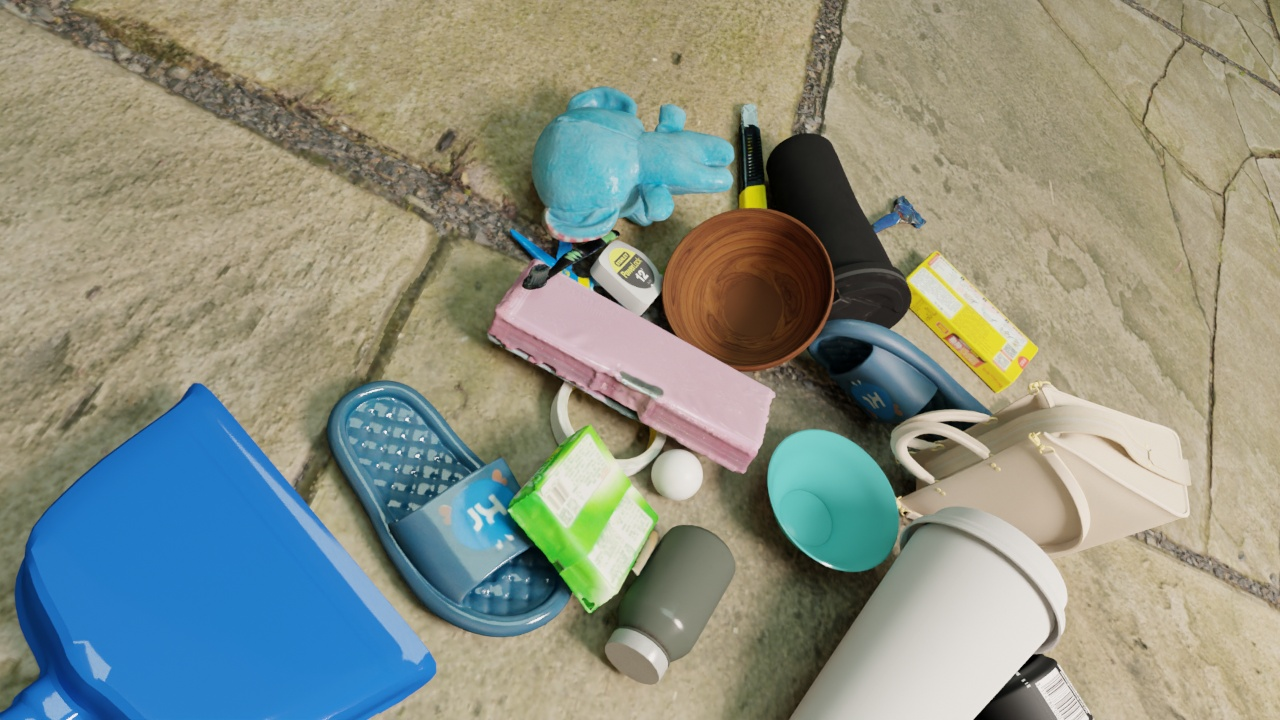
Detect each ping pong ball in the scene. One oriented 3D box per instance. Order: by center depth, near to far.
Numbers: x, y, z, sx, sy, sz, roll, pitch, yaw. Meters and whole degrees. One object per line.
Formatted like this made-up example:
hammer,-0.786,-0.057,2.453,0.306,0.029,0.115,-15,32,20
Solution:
ping pong ball,0.029,0.089,0.718,0.040,0.040,0.040,12,55,-19

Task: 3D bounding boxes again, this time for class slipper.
slipper,-0.133,0.097,0.624,0.213,0.059,0.103,46,54,9
slipper,0.234,0.033,0.828,0.213,0.104,0.059,34,72,-12

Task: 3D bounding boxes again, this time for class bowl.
bowl,0.147,0.121,0.751,0.121,0.046,0.121,12,55,-19
bowl,0.097,-0.054,0.814,0.147,0.069,0.147,-4,73,13

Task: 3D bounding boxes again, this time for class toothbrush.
toothbrush,-0.052,-0.090,0.768,0.014,0.017,0.187,32,28,7

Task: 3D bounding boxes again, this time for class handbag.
handbag,0.297,0.087,0.750,0.197,0.195,0.101,24,56,-16

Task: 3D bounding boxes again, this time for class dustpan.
dustpan,-0.289,0.164,0.504,0.245,0.060,0.256,47,42,8

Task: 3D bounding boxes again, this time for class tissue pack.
tissue pack,-0.035,0.109,0.647,0.099,0.034,0.113,53,28,-7

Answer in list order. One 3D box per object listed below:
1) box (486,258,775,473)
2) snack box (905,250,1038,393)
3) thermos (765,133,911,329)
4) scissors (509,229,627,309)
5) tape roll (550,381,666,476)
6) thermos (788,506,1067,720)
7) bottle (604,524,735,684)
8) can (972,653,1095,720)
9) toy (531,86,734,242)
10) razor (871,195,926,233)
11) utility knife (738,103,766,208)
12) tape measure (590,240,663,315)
box,-0.004,0.004,0.735,0.233,0.041,0.098,28,37,-4
snack box,0.343,-0.042,0.966,0.152,0.025,0.075,46,52,8
thermos,0.182,-0.122,0.896,0.105,0.106,0.218,6,53,-23
scissors,-0.060,-0.071,0.794,0.125,0.016,0.125,15,56,-21
tape roll,-0.025,0.047,0.732,0.094,0.019,0.093,13,55,-19
thermos,0.197,0.219,0.658,0.221,0.132,0.131,-40,82,-25
bottle,0.021,0.171,0.649,0.060,0.060,0.108,39,51,1
can,0.316,0.304,0.695,0.080,0.080,0.146,-17,69,-33
toy,-0.008,-0.170,0.825,0.180,0.115,0.183,5,56,3
razor,0.264,-0.146,0.998,0.140,0.018,0.044,-29,76,-36
utility knife,0.117,-0.204,0.962,0.028,0.020,0.197,16,55,-18
tape measure,-0.009,-0.074,0.810,0.065,0.017,0.064,40,35,-2
